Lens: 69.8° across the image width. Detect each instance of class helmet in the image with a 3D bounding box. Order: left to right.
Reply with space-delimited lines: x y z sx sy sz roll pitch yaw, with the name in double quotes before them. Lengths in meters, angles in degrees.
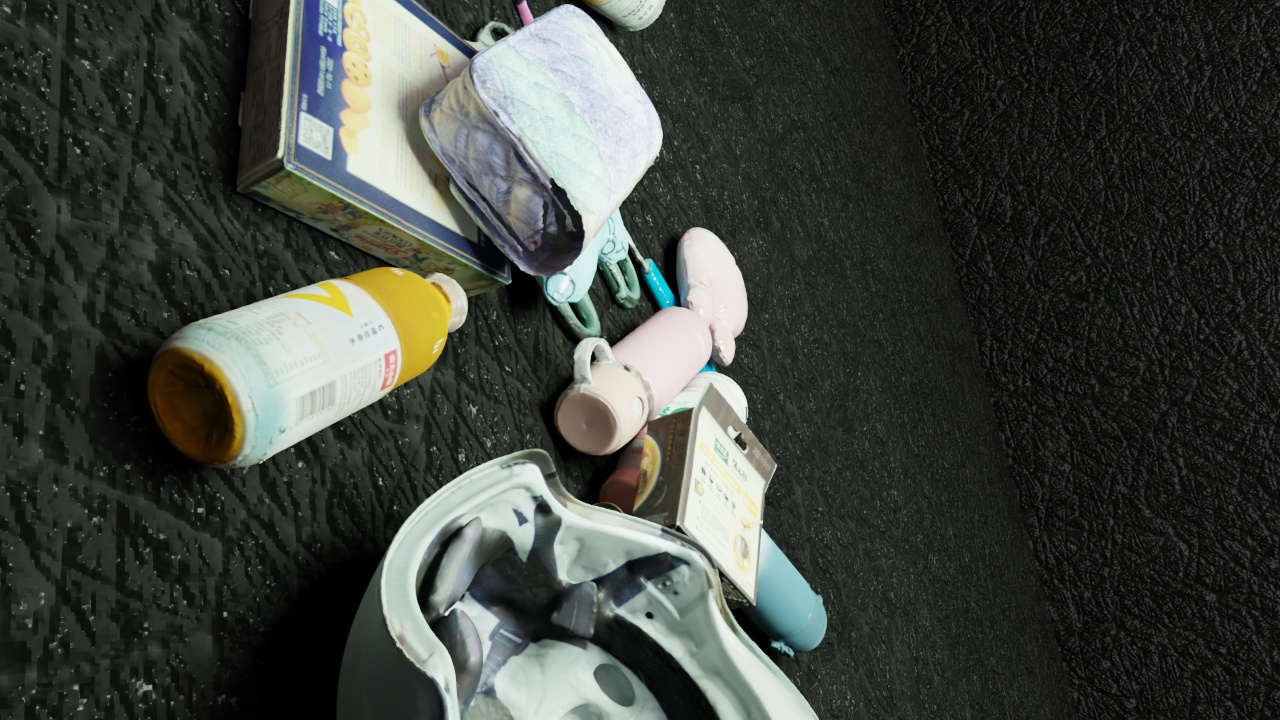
"helmet" -0.038 0.188 0.454 0.258 0.146 0.228 36 25 -16

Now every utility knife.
"utility knife" 0.024 -0.057 0.879 0.205 0.018 0.034 60 18 -21

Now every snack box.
"snack box" -0.157 -0.151 0.577 0.182 0.046 0.177 29 50 -53
"snack box" 0.050 0.101 0.675 0.113 0.053 0.125 50 35 -35

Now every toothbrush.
"toothbrush" -0.072 -0.239 0.821 0.189 0.014 0.017 67 18 -8

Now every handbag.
"handbag" -0.059 -0.153 0.621 0.134 0.076 0.193 52 34 -15

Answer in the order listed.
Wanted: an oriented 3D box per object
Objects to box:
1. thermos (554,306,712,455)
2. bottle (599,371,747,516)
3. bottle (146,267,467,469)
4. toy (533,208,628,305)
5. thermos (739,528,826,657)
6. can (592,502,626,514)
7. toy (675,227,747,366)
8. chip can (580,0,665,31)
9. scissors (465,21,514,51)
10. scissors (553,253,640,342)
"thermos" -0.004 0.004 0.736 0.198 0.067 0.087 -38 121 -60
"bottle" 0.029 0.072 0.762 0.196 0.068 0.068 -39 109 -57
"bottle" -0.155 -0.007 0.471 0.189 0.068 0.068 -38 107 -61
"toy" -0.056 -0.109 0.702 0.156 0.050 0.161 19 56 -54
"thermos" 0.101 0.191 0.823 0.220 0.070 0.070 52 34 -34
"can" 0.002 0.158 0.673 0.133 0.053 0.053 47 37 -39
"toy" 0.071 -0.066 0.927 0.121 0.054 0.159 57 24 -25
"chip can" -0.056 -0.383 0.873 0.214 0.071 0.071 1 73 -60
"scissors" -0.134 -0.234 0.705 0.150 0.014 0.170 56 32 -26
"scissors" -0.055 -0.086 0.755 0.175 0.019 0.175 54 33 -33
